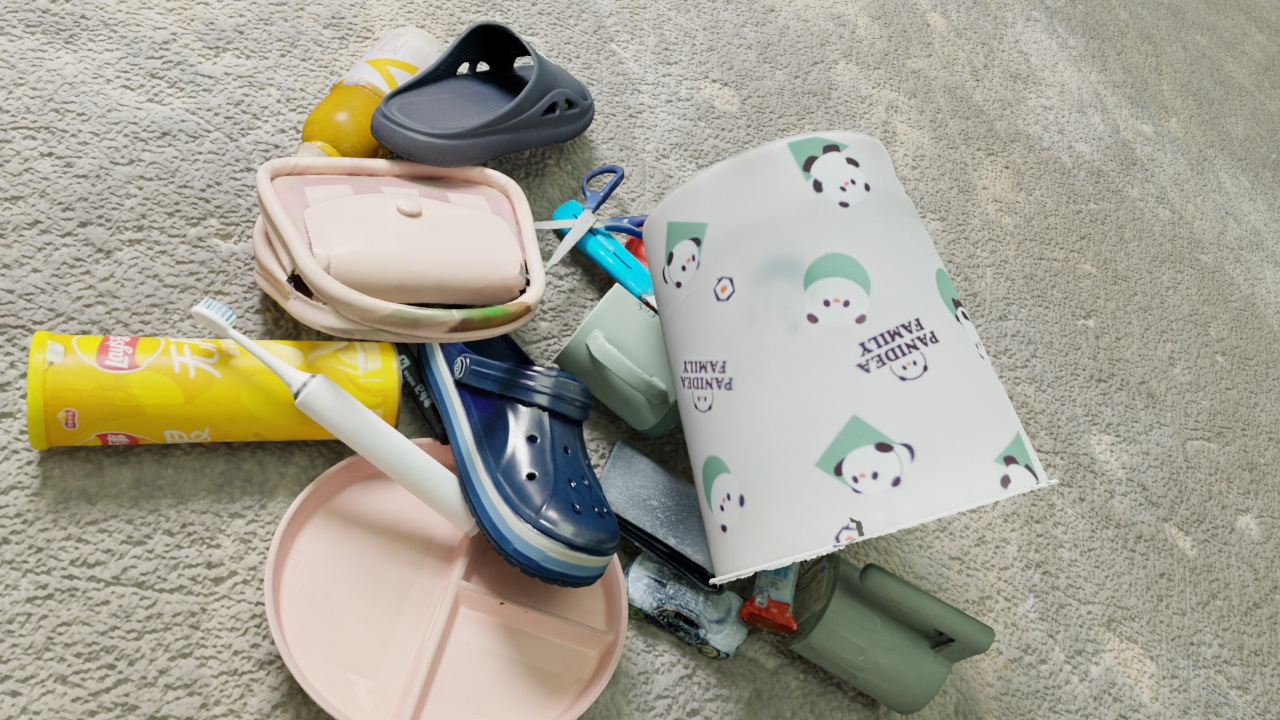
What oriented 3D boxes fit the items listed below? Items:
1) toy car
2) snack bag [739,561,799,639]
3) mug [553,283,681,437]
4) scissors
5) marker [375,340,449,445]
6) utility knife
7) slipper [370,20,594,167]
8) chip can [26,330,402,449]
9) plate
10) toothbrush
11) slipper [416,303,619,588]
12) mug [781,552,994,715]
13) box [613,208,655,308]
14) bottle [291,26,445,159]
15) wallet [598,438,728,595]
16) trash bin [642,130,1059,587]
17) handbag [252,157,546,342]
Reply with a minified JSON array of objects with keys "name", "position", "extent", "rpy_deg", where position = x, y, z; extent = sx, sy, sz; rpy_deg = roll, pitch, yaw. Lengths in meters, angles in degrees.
[{"name":"toy car","position":[0.035,0.178,0.673],"extent":[0.105,0.031,0.048],"rpy_deg":[30,52,-8]},{"name":"snack bag","position":[0.104,0.166,0.704],"extent":[0.045,0.026,0.105],"rpy_deg":[9,35,11]},{"name":"mug","position":[-0.004,0.004,0.717],"extent":[0.106,0.082,0.111],"rpy_deg":[40,7,-2]},{"name":"scissors","position":[-0.036,-0.124,0.798],"extent":[0.162,0.012,0.175],"rpy_deg":[11,43,6]},{"name":"marker","position":[-0.168,0.008,0.672],"extent":[0.132,0.020,0.022],"rpy_deg":[51,19,25]},{"name":"utility knife","position":[-0.016,-0.081,0.779],"extent":[0.034,0.018,0.191],"rpy_deg":[-23,51,-30]},{"name":"slipper","position":[-0.116,-0.231,0.768],"extent":[0.111,0.083,0.267],"rpy_deg":[28,33,13]},{"name":"chip can","position":[-0.268,0.020,0.595],"extent":[0.213,0.072,0.072],"rpy_deg":[1,60,-28]},{"name":"plate","position":[-0.119,0.145,0.588],"extent":[0.229,0.028,0.229],"rpy_deg":[15,41,-14]},{"name":"toothbrush","position":[-0.185,0.036,0.576],"extent":[0.221,0.027,0.026],"rpy_deg":[40,35,-12]},{"name":"slipper","position":[-0.072,0.039,0.619],"extent":[0.105,0.095,0.252],"rpy_deg":[20,26,-43]},{"name":"mug","position":[0.178,0.194,0.677],"extent":[0.103,0.124,0.083],"rpy_deg":[30,52,-5]},{"name":"box","position":[0.090,-0.095,0.813],"extent":[0.201,0.060,0.160],"rpy_deg":[11,50,17]},{"name":"bottle","position":[-0.224,-0.206,0.761],"extent":[0.068,0.068,0.189],"rpy_deg":[30,51,-7]},{"name":"wallet","position":[0.021,0.115,0.695],"extent":[0.121,0.019,0.097],"rpy_deg":[34,25,-3]},{"name":"trash bin","position":[0.121,0.000,0.628],"extent":[0.229,0.230,0.251],"rpy_deg":[-9,74,-31]},{"name":"handbag","position":[-0.154,-0.064,0.625],"extent":[0.193,0.093,0.234],"rpy_deg":[-3,27,-26]}]
